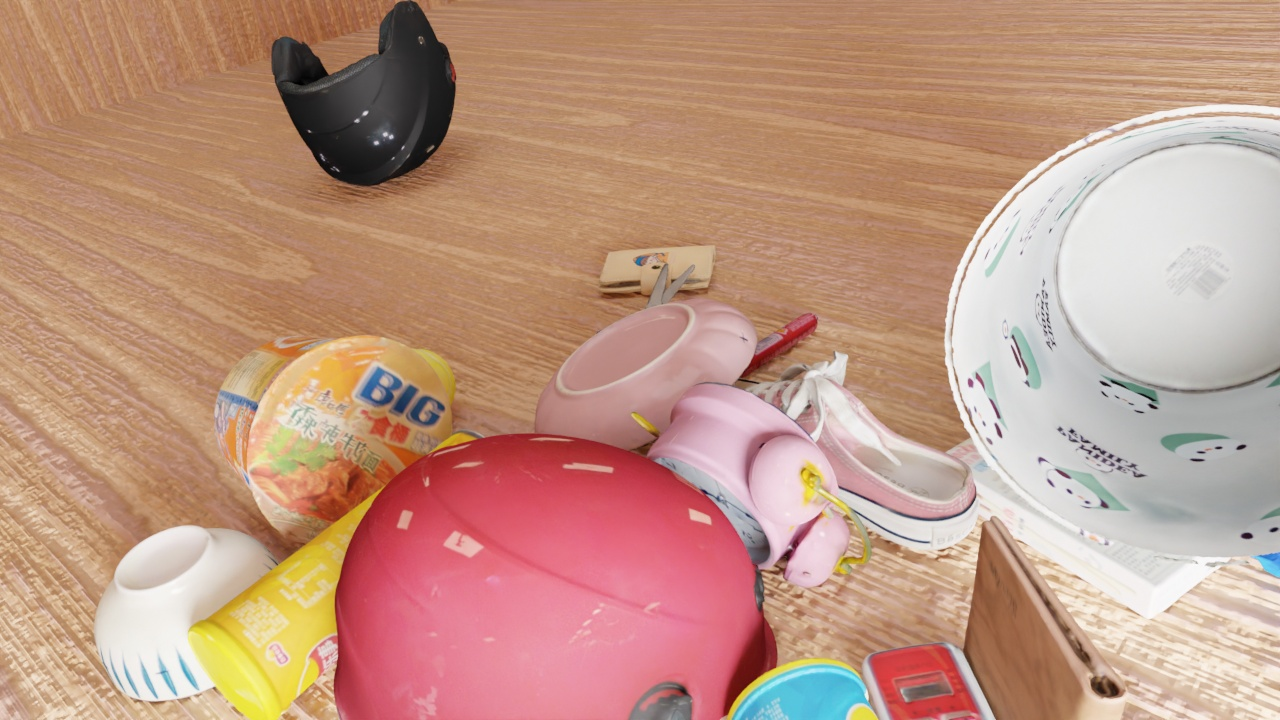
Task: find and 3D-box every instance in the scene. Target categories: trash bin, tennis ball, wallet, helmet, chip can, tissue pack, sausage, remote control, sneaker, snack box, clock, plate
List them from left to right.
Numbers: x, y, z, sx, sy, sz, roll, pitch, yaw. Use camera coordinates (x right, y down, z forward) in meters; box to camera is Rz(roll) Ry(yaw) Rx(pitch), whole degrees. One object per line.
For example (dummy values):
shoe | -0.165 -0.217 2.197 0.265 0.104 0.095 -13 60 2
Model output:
chip can | -0.171 0.127 0.582 0.072 0.072 0.212 15 39 34
helmet | -0.383 -0.381 1.329 0.234 0.230 0.273 -5 23 20
tennis ball | -0.188 0.022 0.765 0.065 0.065 0.065 -7 31 4
helmet | -0.044 0.110 0.483 0.239 0.144 0.207 -11 23 -19
plate | -0.004 0.004 0.711 0.193 0.039 0.192 -25 22 11
wallet | 0.017 -0.093 0.945 0.115 0.024 0.087 -1 34 10
clock | 0.071 0.079 0.558 0.159 0.117 0.059 17 53 39
sausage | 0.101 -0.005 0.781 0.155 0.020 0.020 -30 37 -31
sneaker | 0.118 0.042 0.627 0.118 0.088 0.241 -29 34 -31
chip can | 0.100 0.220 0.359 0.071 0.071 0.210 -14 32 -8
remote control | 0.150 0.192 0.440 0.056 0.020 0.135 -8 31 0
wallet | 0.183 0.146 0.430 0.020 0.101 0.115 -7 30 -4
snack box | 0.273 0.088 0.572 0.084 0.027 0.157 -24 34 -23
trash bin | 0.328 -0.036 0.548 0.230 0.230 0.251 10 19 29
tissue pack | 0.410 0.092 0.506 0.156 0.052 0.095 -27 33 -28

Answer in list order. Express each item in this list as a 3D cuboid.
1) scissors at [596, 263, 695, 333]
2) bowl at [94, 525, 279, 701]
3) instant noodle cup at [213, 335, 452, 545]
scissors | 0.001 -0.042 0.858 0.144 0.012 0.170 -15 37 -2
bowl | -0.290 0.148 0.584 0.116 0.066 0.116 -7 31 4
instant noodle cup | -0.230 0.049 0.667 0.151 0.151 0.112 -33 30 -34
